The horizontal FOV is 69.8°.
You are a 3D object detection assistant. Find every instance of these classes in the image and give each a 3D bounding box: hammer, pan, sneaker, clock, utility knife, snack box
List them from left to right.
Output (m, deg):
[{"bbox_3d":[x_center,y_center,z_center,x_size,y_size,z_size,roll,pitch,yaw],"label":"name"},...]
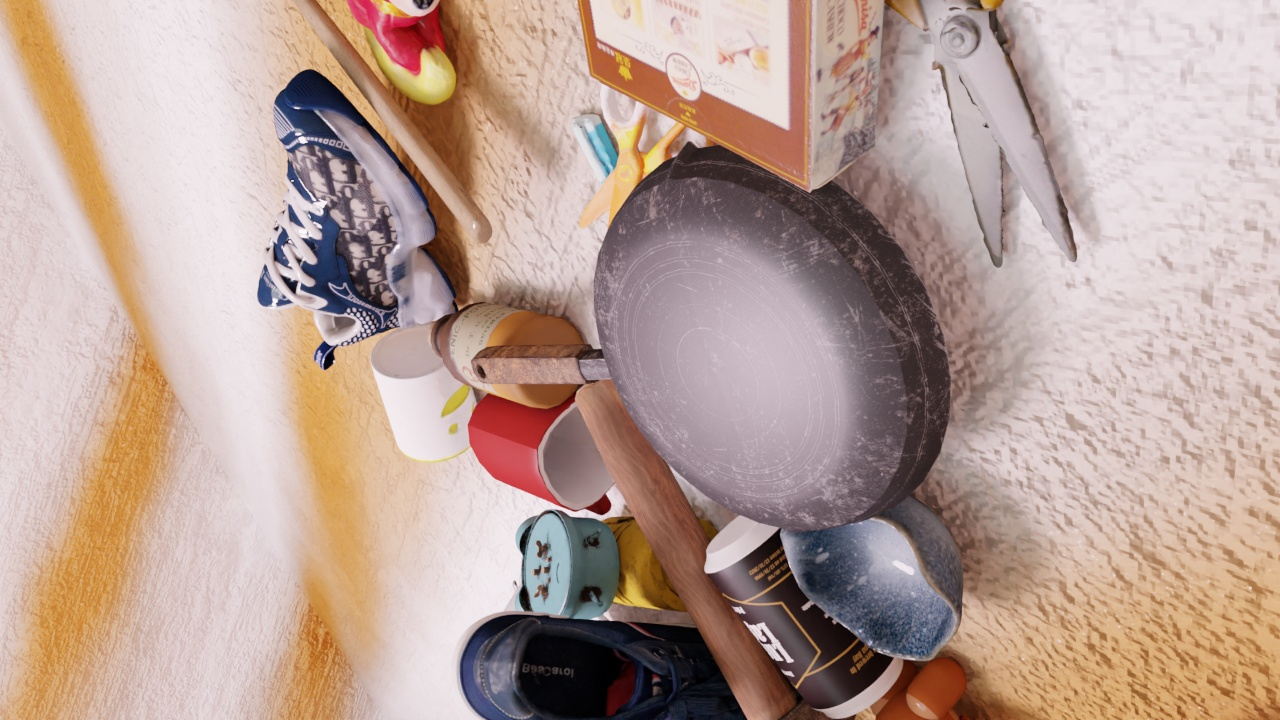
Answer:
[{"bbox_3d":[-0.228,-0.086,0.676,0.103,0.132,0.270,49,163,22],"label":"sneaker"},{"bbox_3d":[-0.199,-0.203,0.594,0.331,0.030,0.119,54,169,11],"label":"hammer"},{"bbox_3d":[-0.063,0.164,0.719,0.124,0.053,0.090,-23,63,57],"label":"clock"},{"bbox_3d":[-0.003,0.002,0.504,0.358,0.040,0.208,-5,112,48],"label":"pan"},{"bbox_3d":[-0.001,-0.071,0.541,0.022,0.015,0.158,-3,118,55],"label":"utility knife"},{"bbox_3d":[0.027,0.230,0.621,0.294,0.120,0.128,18,154,-23],"label":"sneaker"},{"bbox_3d":[0.042,0.140,0.629,0.037,0.157,0.300,-37,76,32],"label":"hammer"},{"bbox_3d":[0.028,-0.159,0.361,0.143,0.041,0.147,37,153,34],"label":"snack box"}]

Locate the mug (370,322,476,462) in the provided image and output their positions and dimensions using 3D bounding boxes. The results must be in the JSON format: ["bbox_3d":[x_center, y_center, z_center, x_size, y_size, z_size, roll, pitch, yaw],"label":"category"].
[{"bbox_3d":[-0.198,0.030,0.850,0.082,0.082,0.106,30,142,34],"label":"mug"}]

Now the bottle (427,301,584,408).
[{"bbox_3d":[-0.114,-0.010,0.709,0.157,0.067,0.068,13,132,47],"label":"bottle"}]

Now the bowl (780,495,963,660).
[{"bbox_3d":[0.136,0.107,0.507,0.110,0.055,0.111,35,145,28],"label":"bowl"}]

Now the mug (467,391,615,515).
[{"bbox_3d":[-0.067,0.076,0.728,0.097,0.080,0.116,12,138,48],"label":"mug"}]

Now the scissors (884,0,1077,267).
[{"bbox_3d":[0.103,-0.135,0.335,0.166,0.016,0.225,19,137,44],"label":"scissors"}]

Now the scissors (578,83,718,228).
[{"bbox_3d":[-0.013,-0.111,0.500,0.084,0.012,0.133,53,139,1],"label":"scissors"}]

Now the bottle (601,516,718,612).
[{"bbox_3d":[-0.004,0.162,0.742,0.071,0.070,0.164,57,149,-9],"label":"bottle"}]

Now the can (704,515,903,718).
[{"bbox_3d":[0.103,0.156,0.586,0.128,0.071,0.072,52,150,0],"label":"can"}]

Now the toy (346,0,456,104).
[{"bbox_3d":[-0.144,-0.216,0.551,0.105,0.067,0.137,54,162,3],"label":"toy"}]

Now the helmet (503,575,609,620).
[{"bbox_3d":[-0.043,0.313,0.819,0.237,0.163,0.264,13,149,45],"label":"helmet"}]

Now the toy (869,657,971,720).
[{"bbox_3d":[0.201,0.247,0.576,0.127,0.065,0.095,46,158,-7],"label":"toy"}]
